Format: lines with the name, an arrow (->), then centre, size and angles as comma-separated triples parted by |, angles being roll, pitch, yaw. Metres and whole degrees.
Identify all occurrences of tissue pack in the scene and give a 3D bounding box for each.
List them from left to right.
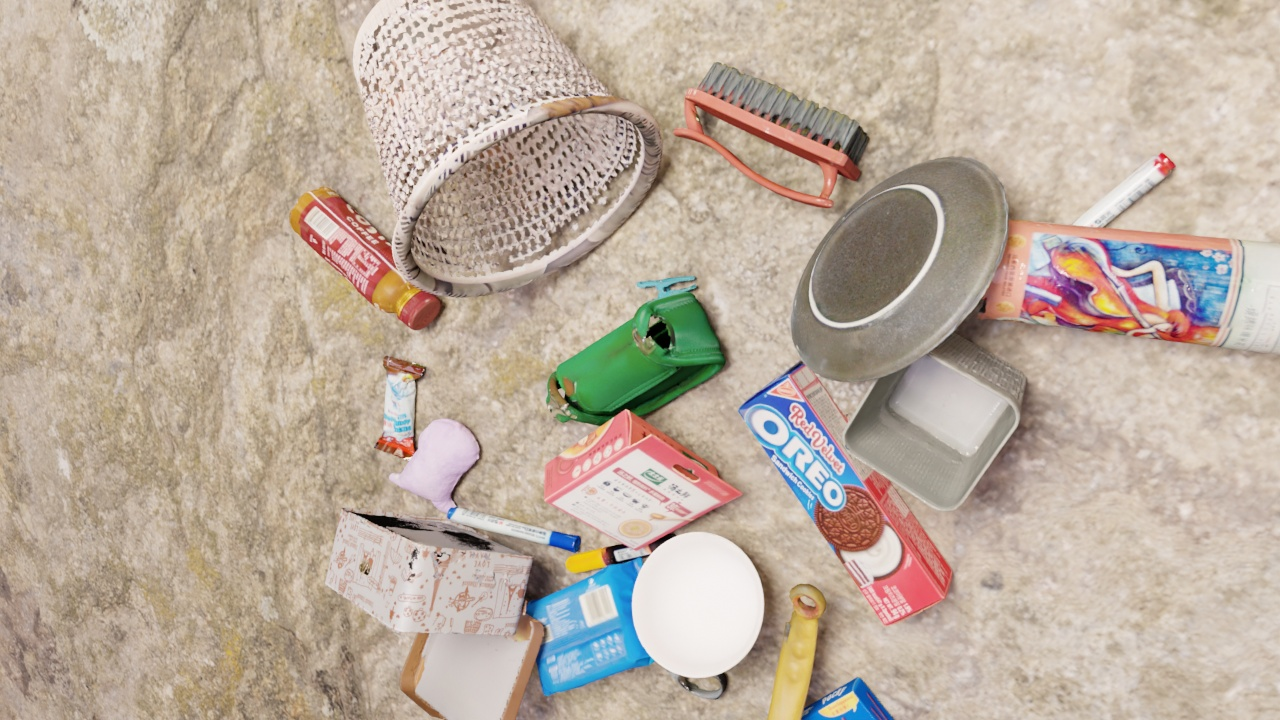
tissue pack -> -0.044, 0.253, 0.863 | 0.157, 0.052, 0.095 | -31, 65, 30

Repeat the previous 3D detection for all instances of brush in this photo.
brush -> 0.094, -0.170, 0.691 | 0.146, 0.063, 0.069 | 31, 101, 20

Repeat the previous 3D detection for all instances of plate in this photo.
plate -> 0.165, -0.068, 0.628 | 0.024, 0.179, 0.180 | 30, 123, -27

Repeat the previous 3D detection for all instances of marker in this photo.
marker -> -0.128, 0.167, 0.910 | 0.146, 0.016, 0.017 | 9, 106, 21
marker -> -0.017, 0.181, 0.864 | 0.124, 0.015, 0.018 | -19, 94, 28
marker -> 0.297, -0.085, 0.628 | 0.017, 0.017, 0.146 | 50, 119, 10

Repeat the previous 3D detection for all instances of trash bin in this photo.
trash bin -> -0.125, -0.191, 0.734 | 0.228, 0.227, 0.192 | -41, 69, 29

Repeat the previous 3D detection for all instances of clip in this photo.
clip -> 0.023, -0.062, 0.784 | 0.057, 0.015, 0.049 | -11, 94, 29

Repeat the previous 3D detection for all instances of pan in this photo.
pan -> 0.117, 0.344, 0.782 | 0.198, 0.078, 0.358 | 16, 124, 25

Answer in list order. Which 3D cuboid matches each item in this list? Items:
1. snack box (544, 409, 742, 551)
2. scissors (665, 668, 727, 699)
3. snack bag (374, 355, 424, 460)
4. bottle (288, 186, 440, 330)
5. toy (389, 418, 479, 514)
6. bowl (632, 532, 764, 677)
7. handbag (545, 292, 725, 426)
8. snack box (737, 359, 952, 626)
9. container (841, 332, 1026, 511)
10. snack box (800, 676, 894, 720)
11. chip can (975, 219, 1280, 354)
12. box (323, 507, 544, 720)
snack box -> 0.001, 0.100, 0.782 | 0.127, 0.044, 0.113 | -34, 127, 30
scissors -> 0.008, 0.275, 0.873 | 0.170, 0.014, 0.160 | 39, 117, 16
snack bag -> -0.250, 0.049, 0.951 | 0.048, 0.026, 0.104 | 16, 110, 12
bottle -> -0.270, -0.099, 0.907 | 0.175, 0.057, 0.058 | 42, 117, 14
toy -> -0.202, 0.106, 0.931 | 0.084, 0.038, 0.108 | 32, 115, -2
bowl -> 0.059, 0.211, 0.791 | 0.118, 0.064, 0.118 | -9, 69, 25
handbag -> -0.004, 0.004, 0.754 | 0.132, 0.120, 0.068 | -32, 80, 32
snack box -> 0.161, 0.101, 0.724 | 0.057, 0.058, 0.207 | -37, 83, 27
container -> 0.212, 0.033, 0.646 | 0.090, 0.114, 0.090 | 34, 115, 17
snack box -> 0.203, 0.355, 0.778 | 0.157, 0.026, 0.085 | 51, 120, 9
chip can -> 0.330, -0.047, 0.577 | 0.215, 0.071, 0.071 | 10, 106, 21
box -> -0.207, 0.255, 0.871 | 0.183, 0.156, 0.192 | 7, 81, 50
